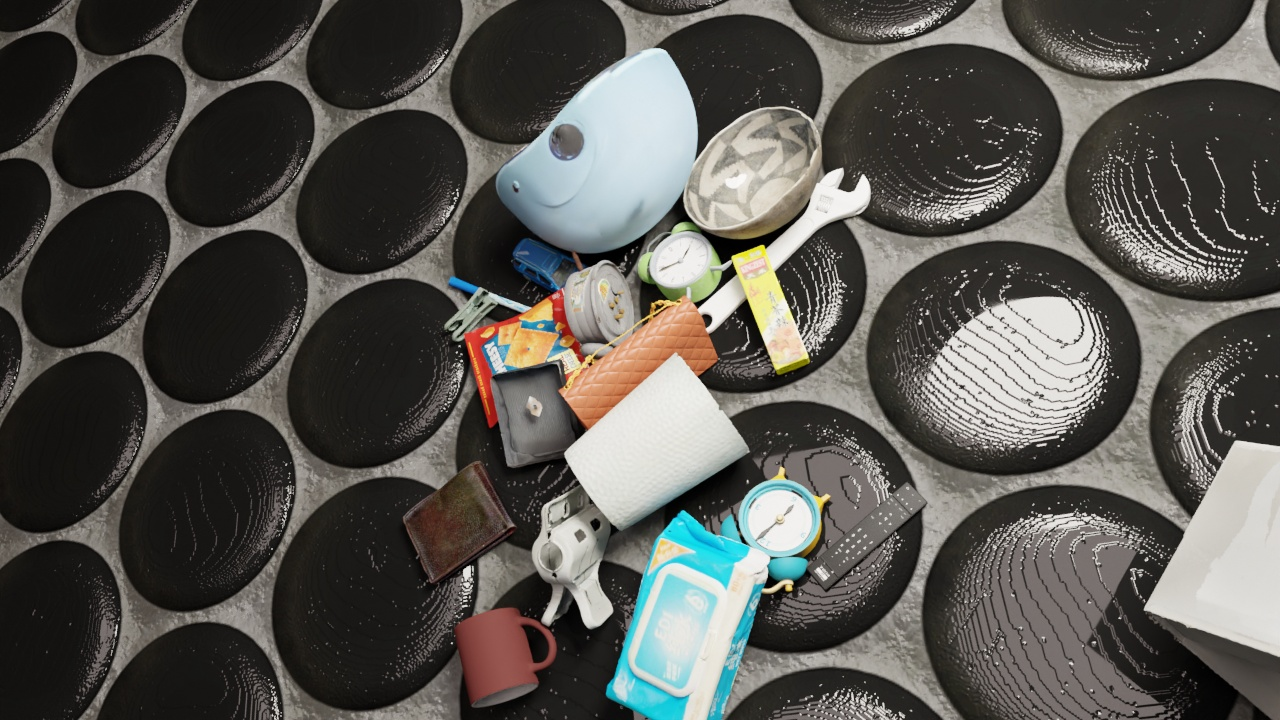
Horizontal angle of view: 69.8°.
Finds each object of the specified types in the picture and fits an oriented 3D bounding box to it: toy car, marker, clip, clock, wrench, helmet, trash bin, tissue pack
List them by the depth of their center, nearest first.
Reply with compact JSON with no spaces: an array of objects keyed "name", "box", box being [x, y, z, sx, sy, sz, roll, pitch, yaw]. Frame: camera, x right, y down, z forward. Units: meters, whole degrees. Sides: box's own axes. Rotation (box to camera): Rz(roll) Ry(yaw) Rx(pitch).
[{"name":"tissue pack","box":[0.049,0.267,0.923,0.117,0.066,0.209,18,87,28]},{"name":"clock","box":[0.139,0.180,0.962,0.099,0.044,0.129,29,73,26]},{"name":"clip","box":[-0.070,0.211,0.979,0.075,0.124,0.144,-5,92,20]},{"name":"trash bin","box":[0.013,0.092,0.984,0.161,0.133,0.133,-37,63,0]},{"name":"clock","box":[-0.047,-0.051,1.084,0.056,0.104,0.147,-9,71,25]},{"name":"helmet","box":[-0.030,-0.234,1.088,0.167,0.224,0.266,47,119,5]},{"name":"wrench","box":[0.164,-0.128,1.093,0.273,0.018,0.066,-43,63,-1]},{"name":"clock","box":[0.050,-0.115,1.104,0.094,0.042,0.119,-40,54,-1]},{"name":"toy car","box":[-0.112,-0.115,1.160,0.120,0.043,0.056,30,77,23]},{"name":"clip","box":[-0.219,-0.057,1.177,0.076,0.023,0.045,-44,67,7]},{"name":"marker","box":[-0.191,-0.082,1.189,0.142,0.013,0.013,21,76,24]}]

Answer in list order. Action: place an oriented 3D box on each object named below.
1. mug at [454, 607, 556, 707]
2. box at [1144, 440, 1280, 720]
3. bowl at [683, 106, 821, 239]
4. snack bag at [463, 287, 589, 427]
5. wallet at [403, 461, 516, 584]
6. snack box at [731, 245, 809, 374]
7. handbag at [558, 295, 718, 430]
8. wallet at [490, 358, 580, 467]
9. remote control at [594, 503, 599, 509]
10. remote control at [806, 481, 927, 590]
[{"name":"mug","box":[-0.140,0.310,0.978,0.106,0.073,0.082,-25,63,10]},{"name":"box","box":[0.551,0.212,0.764,0.172,0.380,0.167,27,78,42]},{"name":"bowl","box":[0.144,-0.208,1.089,0.179,0.081,0.178,-23,47,26]},{"name":"snack bag","box":[-0.138,-0.004,1.123,0.144,0.039,0.130,-24,69,12]},{"name":"wallet","box":[-0.214,0.191,1.078,0.120,0.031,0.099,-36,60,4]},{"name":"snack box","box":[0.149,-0.059,1.051,0.040,0.029,0.148,-21,72,8]},{"name":"handbag","box":[-0.006,0.007,1.030,0.172,0.109,0.060,-37,59,-6]},{"name":"wallet","box":[-0.122,0.062,1.082,0.089,0.026,0.115,-11,91,10]},{"name":"remote control","box":[-0.023,0.112,1.057,0.050,0.011,0.135,-2,68,17]},{"name":"remote control","box":[0.234,0.181,0.948,0.140,0.009,0.030,-40,63,-1]}]
